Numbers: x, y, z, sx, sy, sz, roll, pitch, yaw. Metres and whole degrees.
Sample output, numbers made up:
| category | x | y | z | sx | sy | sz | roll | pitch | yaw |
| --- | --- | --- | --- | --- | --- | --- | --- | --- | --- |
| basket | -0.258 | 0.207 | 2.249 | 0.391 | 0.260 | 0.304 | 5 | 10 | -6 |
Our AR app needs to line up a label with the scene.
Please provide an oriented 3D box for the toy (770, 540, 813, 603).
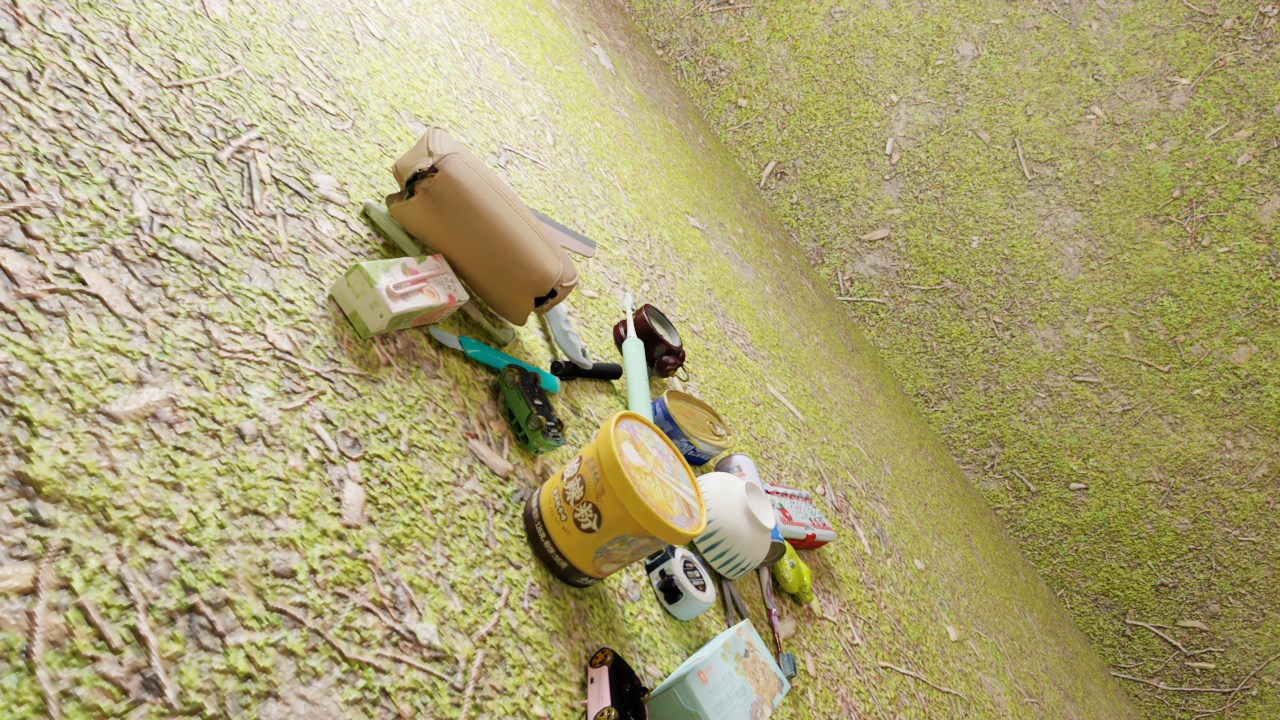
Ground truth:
| category | x | y | z | sx | sy | sz | roll | pitch | yaw |
| --- | --- | --- | --- | --- | --- | --- | --- | --- | --- |
| toy | 0.181 | 0.252 | 1.109 | 0.100 | 0.031 | 0.096 | 56 | 16 | -23 |

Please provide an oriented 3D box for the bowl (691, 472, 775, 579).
| category | x | y | z | sx | sy | sz | roll | pitch | yaw |
| --- | --- | --- | --- | --- | --- | --- | --- | --- | --- |
| bowl | 0.102 | 0.169 | 0.989 | 0.116 | 0.066 | 0.116 | 44 | 25 | -27 |

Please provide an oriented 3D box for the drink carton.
| category | x | y | z | sx | sy | sz | roll | pitch | yaw |
| --- | --- | --- | --- | --- | --- | --- | --- | --- | --- |
| drink carton | -0.198 | -0.057 | 0.773 | 0.053 | 0.046 | 0.122 | 56 | 21 | 3 |

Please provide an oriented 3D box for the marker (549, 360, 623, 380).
| category | x | y | z | sx | sy | sz | roll | pitch | yaw |
| --- | --- | --- | --- | --- | --- | --- | --- | --- | --- |
| marker | -0.057 | 0.012 | 1.008 | 0.131 | 0.020 | 0.022 | 4 | 66 | -64 |

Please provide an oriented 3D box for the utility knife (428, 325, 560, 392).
| category | x | y | z | sx | sy | sz | roll | pitch | yaw |
| --- | --- | --- | --- | --- | --- | --- | --- | --- | --- |
| utility knife | -0.132 | 0.001 | 0.868 | 0.186 | 0.013 | 0.029 | 29 | 29 | -52 |

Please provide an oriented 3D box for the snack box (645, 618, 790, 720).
| category | x | y | z | sx | sy | sz | roll | pitch | yaw |
| --- | --- | --- | --- | --- | --- | --- | --- | --- | --- |
| snack box | 0.069 | 0.286 | 0.787 | 0.074 | 0.052 | 0.174 | 58 | 20 | 12 |

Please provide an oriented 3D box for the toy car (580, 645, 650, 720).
| category | x | y | z | sx | sy | sz | roll | pitch | yaw |
| --- | --- | --- | --- | --- | --- | --- | --- | --- | --- |
| toy car | -0.018 | 0.259 | 0.669 | 0.056 | 0.037 | 0.122 | 51 | 8 | -15 |

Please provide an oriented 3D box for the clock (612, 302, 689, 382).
| category | x | y | z | sx | sy | sz | roll | pitch | yaw |
| --- | --- | --- | --- | --- | --- | --- | --- | --- | --- |
| clock | 0.018 | -0.018 | 1.167 | 0.122 | 0.055 | 0.082 | 50 | 20 | 0 |

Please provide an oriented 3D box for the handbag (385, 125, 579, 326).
| category | x | y | z | sx | sy | sz | roll | pitch | yaw |
| --- | --- | --- | --- | --- | --- | --- | --- | --- | --- |
| handbag | -0.152 | -0.121 | 0.875 | 0.204 | 0.100 | 0.147 | 44 | 9 | -16 |

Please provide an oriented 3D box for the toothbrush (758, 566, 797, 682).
| category | x | y | z | sx | sy | sz | roll | pitch | yaw |
| --- | --- | --- | --- | --- | --- | --- | --- | --- | --- |
| toothbrush | 0.150 | 0.278 | 1.027 | 0.016 | 0.017 | 0.187 | 42 | 23 | -26 |

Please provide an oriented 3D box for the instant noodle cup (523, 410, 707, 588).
| category | x | y | z | sx | sy | sz | roll | pitch | yaw |
| --- | --- | --- | --- | --- | --- | --- | --- | --- | --- |
| instant noodle cup | -0.025 | 0.120 | 0.761 | 0.118 | 0.115 | 0.118 | 44 | 23 | -24 |

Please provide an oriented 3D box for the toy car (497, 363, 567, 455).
| category | x | y | z | sx | sy | sz | roll | pitch | yaw |
| --- | --- | --- | --- | --- | --- | --- | --- | --- | --- |
| toy car | -0.101 | 0.044 | 0.834 | 0.043 | 0.036 | 0.091 | 11 | 47 | -60 |

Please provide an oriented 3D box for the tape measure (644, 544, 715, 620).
| category | x | y | z | sx | sy | sz | roll | pitch | yaw |
| --- | --- | --- | --- | --- | --- | --- | --- | --- | --- |
| tape measure | 0.040 | 0.212 | 0.872 | 0.065 | 0.034 | 0.066 | 30 | 28 | -44 |

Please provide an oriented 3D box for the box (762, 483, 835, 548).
| category | x | y | z | sx | sy | sz | roll | pitch | yaw |
| --- | --- | --- | --- | --- | --- | --- | --- | --- | --- |
| box | 0.197 | 0.204 | 1.211 | 0.201 | 0.047 | 0.086 | 19 | 39 | -56 |

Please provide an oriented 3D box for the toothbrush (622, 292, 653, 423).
| category | x | y | z | sx | sy | sz | roll | pitch | yaw |
| --- | --- | --- | --- | --- | --- | --- | --- | --- | --- |
| toothbrush | -0.006 | 0.006 | 1.066 | 0.027 | 0.027 | 0.224 | 37 | 35 | -43 |

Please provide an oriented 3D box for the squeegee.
| category | x | y | z | sx | sy | sz | roll | pitch | yaw |
| --- | --- | --- | --- | --- | --- | --- | --- | --- | --- |
| squeegee | -0.105 | -0.079 | 1.018 | 0.247 | 0.040 | 0.249 | 23 | 34 | -47 |

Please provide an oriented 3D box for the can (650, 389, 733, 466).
| category | x | y | z | sx | sy | sz | roll | pitch | yaw |
| --- | --- | --- | --- | --- | --- | --- | --- | --- | --- |
| can | 0.054 | 0.082 | 1.091 | 0.148 | 0.049 | 0.074 | 22 | 37 | -54 |

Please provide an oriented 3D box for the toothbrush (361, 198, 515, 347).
| category | x | y | z | sx | sy | sz | roll | pitch | yaw |
| --- | --- | --- | --- | --- | --- | --- | --- | --- | --- |
| toothbrush | -0.191 | -0.082 | 0.872 | 0.189 | 0.029 | 0.020 | 45 | 62 | -17 |

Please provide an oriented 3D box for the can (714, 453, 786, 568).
| category | x | y | z | sx | sy | sz | roll | pitch | yaw |
| --- | --- | --- | --- | --- | --- | --- | --- | --- | --- |
| can | 0.128 | 0.176 | 1.093 | 0.053 | 0.053 | 0.134 | 35 | 26 | -40 |

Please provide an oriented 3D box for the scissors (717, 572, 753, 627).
| category | x | y | z | sx | sy | sz | roll | pitch | yaw |
| --- | --- | --- | --- | --- | --- | --- | --- | --- | --- |
| scissors | 0.087 | 0.224 | 0.991 | 0.178 | 0.014 | 0.159 | 55 | 22 | -2 |
